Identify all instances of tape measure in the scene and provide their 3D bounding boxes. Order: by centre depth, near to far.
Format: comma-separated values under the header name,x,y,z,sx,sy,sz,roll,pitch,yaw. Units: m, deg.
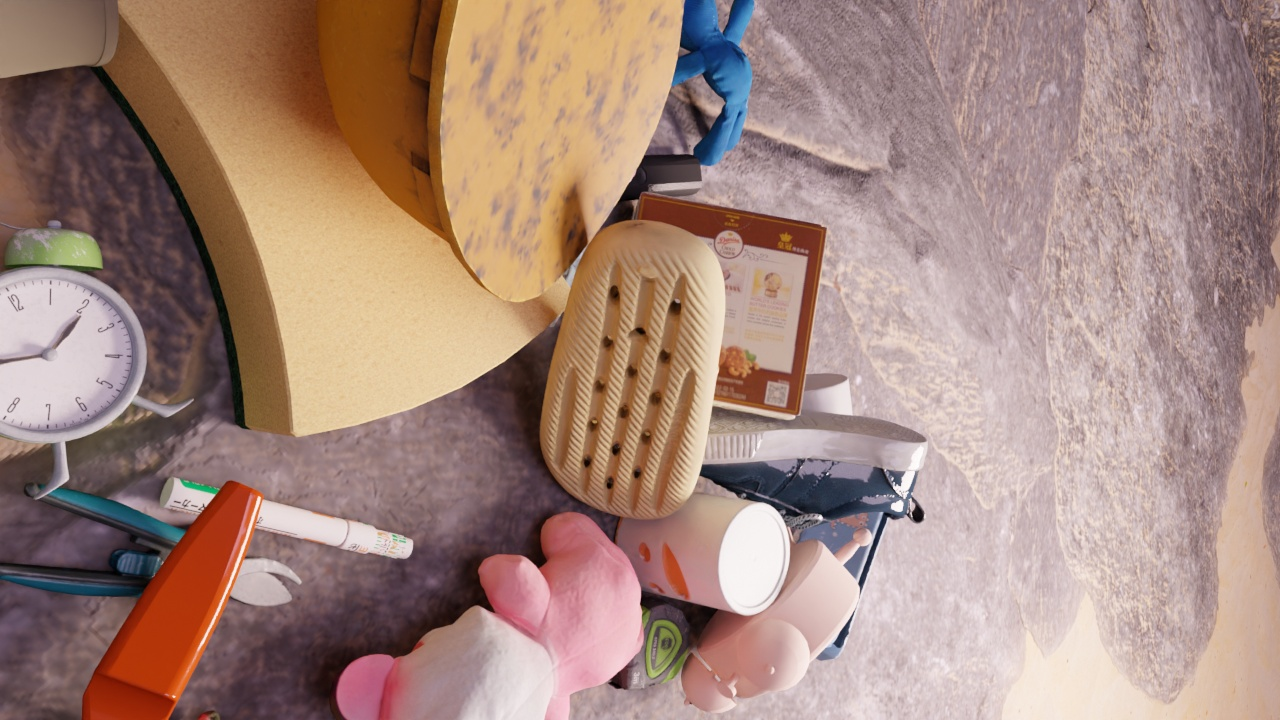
name,x,y,z,sx,sy,sz,roll,pitch,yaw
tape measure,0.006,0.213,0.697,0.058,0.036,0.065,10,87,-34

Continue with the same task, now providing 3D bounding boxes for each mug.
name,x,y,z,sx,sy,sz,roll,pitch,yaw
mug,0.045,0.140,0.684,0.082,0.105,0.082,0,90,-43
mug,0.151,0.063,0.811,0.111,0.079,0.097,-31,114,-69

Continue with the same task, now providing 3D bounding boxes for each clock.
name,x,y,z,sx,sy,sz,roll,pitch,yaw
clock,-0.279,-0.009,0.420,0.094,0.043,0.119,-40,117,-37
clock,0.099,0.195,0.722,0.086,0.131,0.160,43,48,-2

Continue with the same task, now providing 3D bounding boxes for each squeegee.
name,x,y,z,sx,sy,sz,roll,pitch,yaw
squeegee,-0.231,0.144,0.431,0.249,0.055,0.184,28,67,-15

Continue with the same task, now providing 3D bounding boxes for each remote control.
name,x,y,z,sx,sy,sz,roll,pitch,yaw
remote control,-0.008,-0.138,0.692,0.146,0.015,0.033,-14,100,-42

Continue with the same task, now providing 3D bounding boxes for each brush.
name,x,y,z,sx,sy,sz,roll,pitch,yaw
brush,-0.161,-0.100,0.508,0.194,0.075,0.250,-30,111,-39

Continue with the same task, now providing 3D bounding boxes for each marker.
name,x,y,z,sx,sy,sz,roll,pitch,yaw
marker,-0.194,0.092,0.519,0.145,0.017,0.017,26,73,-40

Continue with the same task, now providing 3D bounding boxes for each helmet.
name,x,y,z,sx,sy,sz,roll,pitch,yaw
helmet,-0.076,-0.156,0.424,0.204,0.131,0.256,-57,166,-28

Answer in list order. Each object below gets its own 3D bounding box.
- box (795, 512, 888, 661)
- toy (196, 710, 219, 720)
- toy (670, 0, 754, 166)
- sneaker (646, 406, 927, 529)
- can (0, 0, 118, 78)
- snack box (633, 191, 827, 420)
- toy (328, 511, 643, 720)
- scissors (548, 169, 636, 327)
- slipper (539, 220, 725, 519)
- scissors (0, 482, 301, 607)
name,x,y,z,sx,sy,sz,roll,pitch,yaw
box,0.181,0.170,0.864,0.079,0.073,0.209,27,66,0
toy,-0.250,0.219,0.451,0.103,0.046,0.084,-24,115,-34
toy,0.045,-0.240,0.709,0.112,0.071,0.176,-43,118,-47
sneaker,0.112,0.087,0.717,0.235,0.089,0.087,6,103,-6
can,-0.276,-0.176,0.364,0.073,0.128,0.128,-29,110,-37
snack box,0.056,-0.040,0.682,0.143,0.041,0.147,10,82,-3
toy,-0.081,0.198,0.581,0.212,0.084,0.142,-30,110,-42
scissors,-0.020,-0.074,0.647,0.119,0.015,0.138,27,86,-13
slipper,-0.004,0.003,0.594,0.262,0.111,0.079,100,2,-47
scissors,-0.249,0.105,0.467,0.149,0.019,0.131,-32,114,-40
